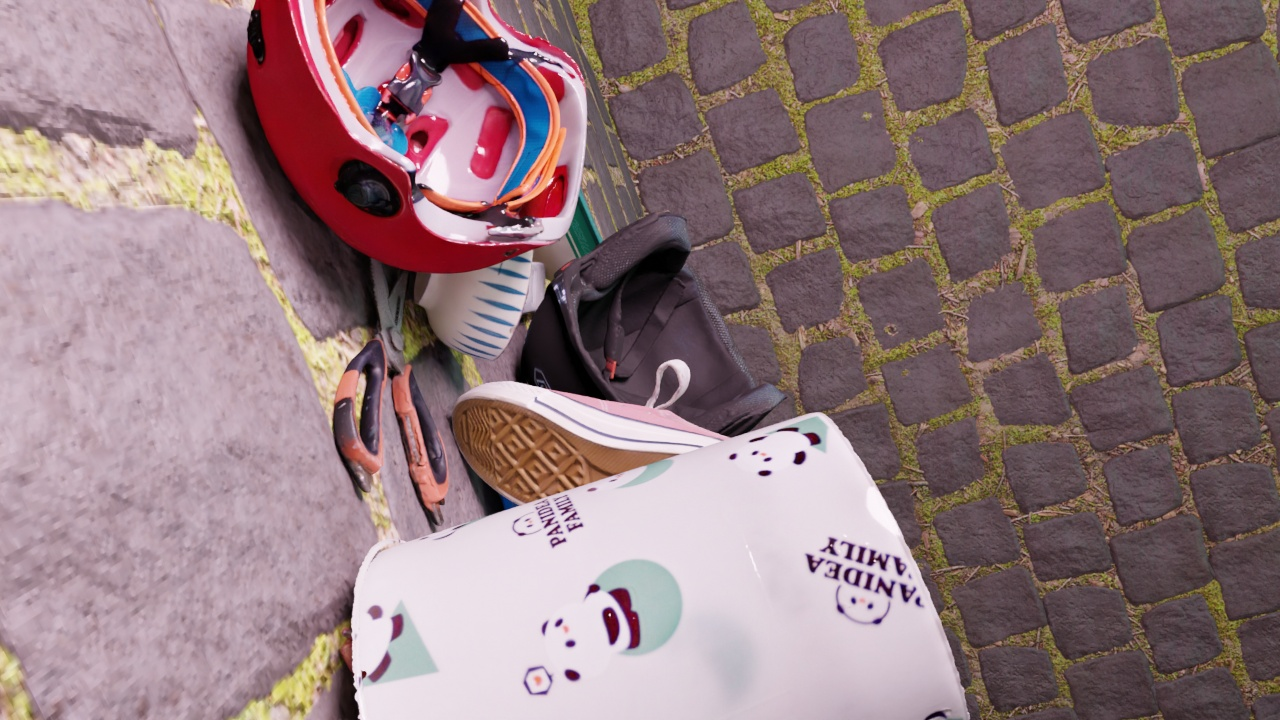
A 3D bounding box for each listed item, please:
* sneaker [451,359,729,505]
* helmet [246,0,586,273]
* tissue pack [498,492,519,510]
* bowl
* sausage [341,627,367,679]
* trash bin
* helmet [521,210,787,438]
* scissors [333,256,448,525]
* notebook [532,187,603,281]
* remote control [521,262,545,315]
[{"bbox_3d":[-0.020,0.060,0.659,0.087,0.241,0.118,-36,131,-57],"label":"sneaker"},{"bbox_3d":[-0.154,-0.155,0.584,0.240,0.144,0.206,37,45,-39],"label":"helmet"},{"bbox_3d":[-0.063,0.114,0.729,0.052,0.095,0.157,101,-25,-73],"label":"tissue pack"},{"bbox_3d":[-0.133,-0.063,0.700,0.066,0.117,0.116,13,44,-26],"label":"bowl"},{"bbox_3d":[-0.116,0.198,0.472,0.020,0.020,0.156,-85,155,-69],"label":"sausage"},{"bbox_3d":[0.014,0.157,0.492,0.229,0.252,0.229,0,67,-90],"label":"trash bin"},{"bbox_3d":[-0.005,0.005,0.906,0.274,0.231,0.233,-12,68,-53],"label":"helmet"},{"bbox_3d":[-0.163,0.007,0.601,0.189,0.015,0.224,-40,110,-81],"label":"scissors"},{"bbox_3d":[-0.092,-0.136,0.991,0.150,0.012,0.209,25,-22,29],"label":"notebook"},{"bbox_3d":[-0.124,-0.077,0.967,0.136,0.020,0.056,-44,136,-81],"label":"remote control"}]
